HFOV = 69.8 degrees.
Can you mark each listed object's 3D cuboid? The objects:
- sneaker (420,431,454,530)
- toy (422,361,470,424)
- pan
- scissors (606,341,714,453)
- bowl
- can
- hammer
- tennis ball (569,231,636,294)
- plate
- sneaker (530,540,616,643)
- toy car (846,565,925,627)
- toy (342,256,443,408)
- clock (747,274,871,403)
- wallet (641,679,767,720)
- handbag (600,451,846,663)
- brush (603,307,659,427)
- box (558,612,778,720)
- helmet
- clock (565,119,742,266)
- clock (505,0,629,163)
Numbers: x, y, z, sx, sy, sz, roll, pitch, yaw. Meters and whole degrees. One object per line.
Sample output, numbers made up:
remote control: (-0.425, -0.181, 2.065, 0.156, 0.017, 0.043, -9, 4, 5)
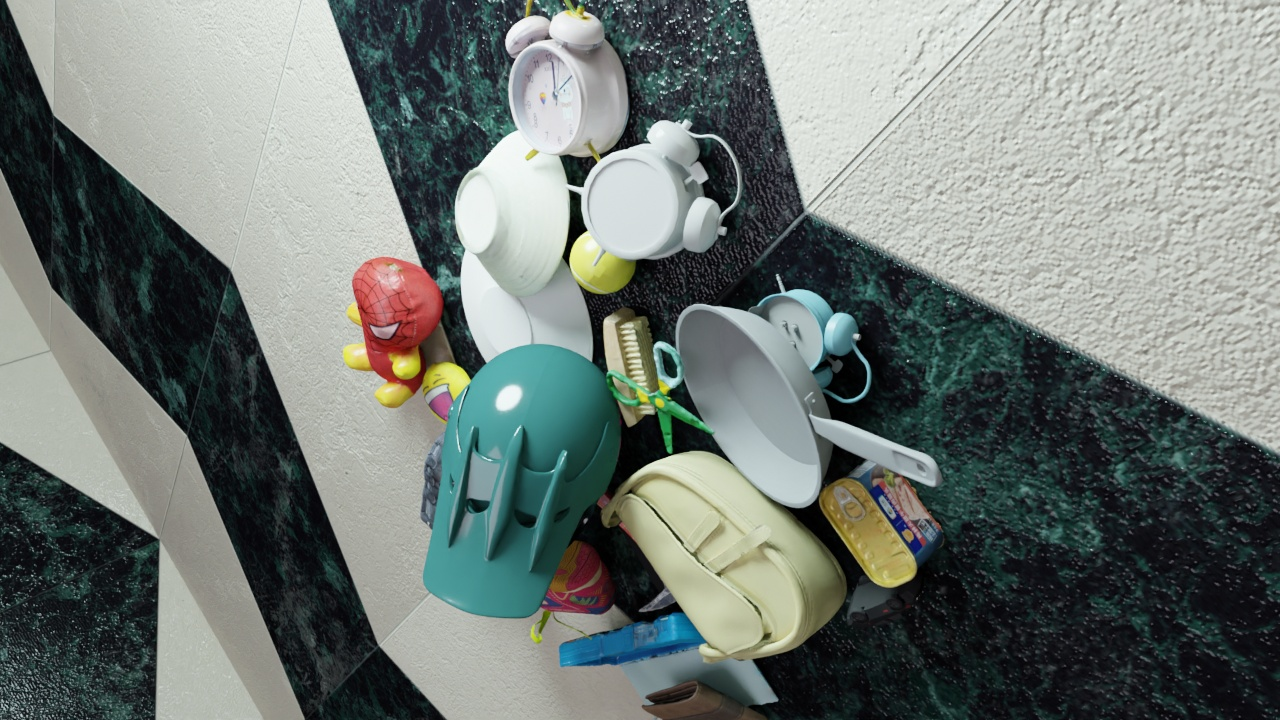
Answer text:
sneaker: (-0.201, 0.175, 1.194, 0.151, 0.097, 0.253, 40, 134, 17)
toy: (-0.251, 0.045, 1.212, 0.096, 0.041, 0.094, -26, 94, 46)
pan: (0.130, 0.044, 0.737, 0.357, 0.050, 0.201, 13, 129, 65)
scissors: (0.021, 0.034, 0.893, 0.125, 0.011, 0.130, 30, 131, 17)
bowl: (-0.148, -0.154, 0.960, 0.177, 0.057, 0.177, 6, 98, 49)
can: (0.207, 0.135, 0.783, 0.100, 0.058, 0.054, 55, 138, 8)
hammer: (-0.057, 0.156, 1.075, 0.326, 0.036, 0.141, 42, 133, 21)
tennis ball: (-0.037, -0.098, 0.906, 0.065, 0.065, 0.065, 22, 124, 37)
plate: (-0.147, -0.047, 1.068, 0.230, 0.030, 0.230, 22, 124, 37)
sneaker: (-0.139, 0.269, 1.114, 0.242, 0.116, 0.091, 1, 134, 34)
toy car: (0.223, 0.213, 0.822, 0.036, 0.042, 0.092, 38, 138, -10)
toy: (-0.322, -0.046, 1.196, 0.147, 0.098, 0.217, 39, 134, 16)
clock: (0.145, -0.012, 0.784, 0.123, 0.041, 0.088, 45, 135, 22)
wallet: (0.071, 0.401, 1.047, 0.098, 0.026, 0.121, 31, 141, -16)
handbag: (0.070, 0.191, 0.902, 0.233, 0.088, 0.191, 52, 122, 17)
brush: (-0.006, 0.006, 0.941, 0.039, 0.049, 0.117, -6, 106, 28)
box: (0.032, 0.347, 1.077, 0.170, 0.070, 0.244, 36, 142, -18)
helmet: (-0.118, 0.115, 0.934, 0.176, 0.274, 0.200, 14, 169, 4)
clock: (0.019, -0.148, 0.825, 0.159, 0.061, 0.120, -17, 95, 28)
clock: (-0.073, -0.267, 0.863, 0.117, 0.058, 0.158, 13, 118, 41)
